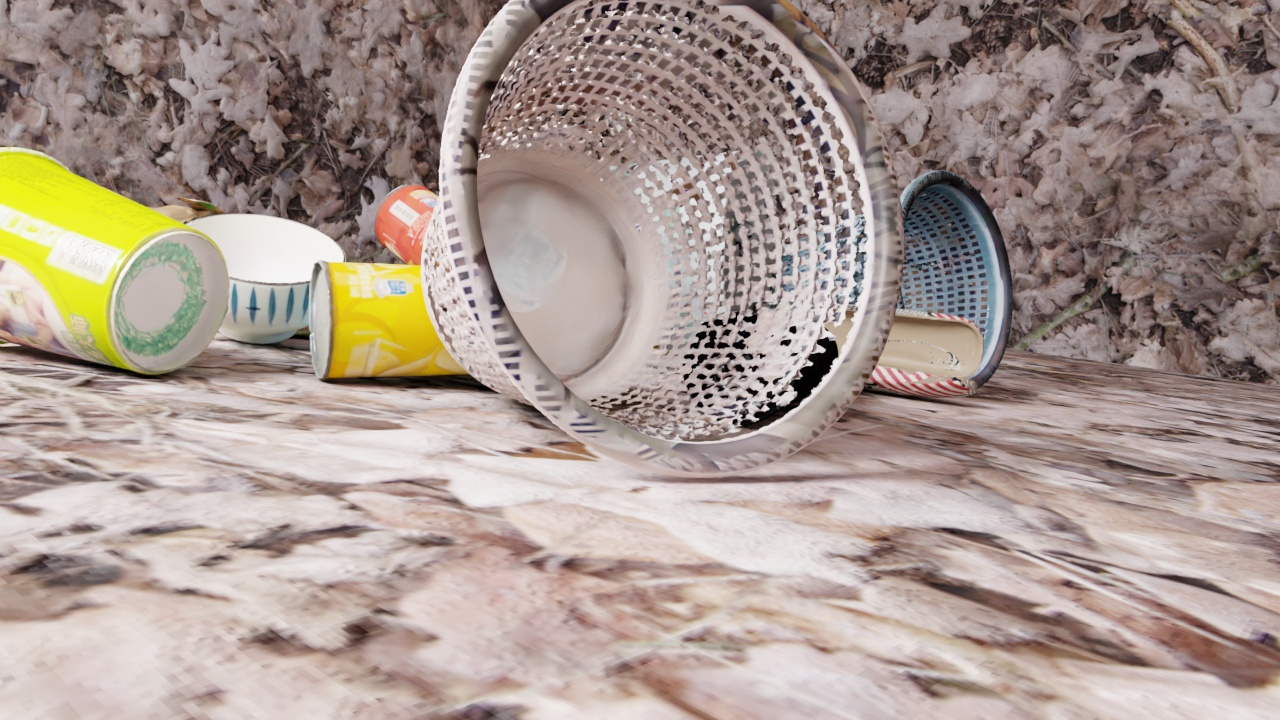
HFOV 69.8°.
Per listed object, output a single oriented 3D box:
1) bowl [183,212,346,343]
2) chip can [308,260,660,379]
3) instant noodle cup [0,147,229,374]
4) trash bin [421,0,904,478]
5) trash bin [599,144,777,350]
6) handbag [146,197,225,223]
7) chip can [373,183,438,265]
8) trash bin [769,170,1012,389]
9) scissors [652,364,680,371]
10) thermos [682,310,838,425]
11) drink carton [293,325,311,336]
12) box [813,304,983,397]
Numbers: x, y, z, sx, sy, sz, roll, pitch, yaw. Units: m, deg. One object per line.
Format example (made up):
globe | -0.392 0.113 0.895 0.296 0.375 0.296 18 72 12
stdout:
bowl | -0.279 -0.055 0.670 0.116 0.066 0.116 13 28 -7
chip can | -0.093 -0.025 0.577 0.213 0.072 0.072 0 8 -28
instant noodle cup | -0.295 -0.045 0.492 0.123 0.112 0.111 17 8 16
trash bin | -0.016 -0.057 0.468 0.227 0.227 0.192 4 -6 -28
trash bin | 0.005 -0.116 1.010 0.252 0.229 0.229 3 4 22
handbag | -0.393 -0.092 0.842 0.205 0.100 0.147 12 3 14
chip can | -0.148 -0.082 0.807 0.217 0.073 0.073 35 20 30
trash bin | 0.258 -0.072 0.996 0.226 0.226 0.196 2 -6 -40
scissors | 0.003 0.006 0.766 0.174 0.012 0.108 6 4 -23
thermos | 0.086 0.005 0.652 0.090 0.068 0.242 -19 -5 18
drink carton | -0.303 -0.045 0.740 0.122 0.045 0.053 4 7 -19
box | 0.227 -0.012 0.839 0.163 0.088 0.076 6 -10 26
